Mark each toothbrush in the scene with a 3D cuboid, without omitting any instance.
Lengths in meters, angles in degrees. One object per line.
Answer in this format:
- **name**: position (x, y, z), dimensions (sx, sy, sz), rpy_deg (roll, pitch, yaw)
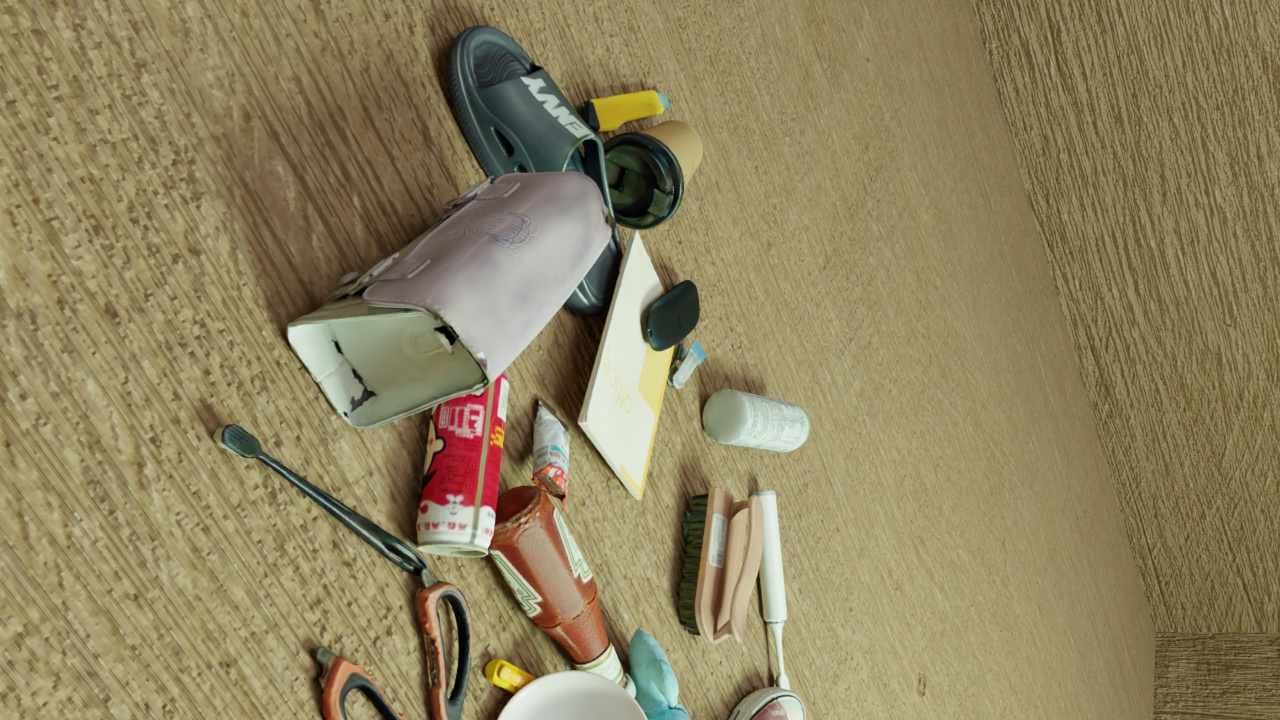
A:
- **toothbrush**: position (-0.197, 0.094, 0.585), dimensions (0.181, 0.018, 0.015), rpy_deg (49, 47, -38)
- **toothbrush**: position (0.145, 0.253, 1.003), dimensions (0.026, 0.026, 0.221), rpy_deg (-2, 79, -16)

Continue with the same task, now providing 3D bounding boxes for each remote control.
- **remote control**: position (0.039, -0.046, 0.910), dimensions (0.136, 0.024, 0.053), rpy_deg (-42, 129, -62)

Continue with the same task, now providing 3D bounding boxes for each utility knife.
- **utility knife**: position (-0.012, -0.257, 0.940), dimensions (0.177, 0.015, 0.033), rpy_deg (-33, 113, -54)

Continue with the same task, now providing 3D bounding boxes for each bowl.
- **bowl**: position (-0.051, 0.297, 0.673), dimensions (0.065, 0.118, 0.118), rpy_deg (98, 11, -51)

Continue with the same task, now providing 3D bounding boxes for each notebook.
- **notebook**: position (-0.005, 0.005, 0.849), dimensions (0.146, 0.010, 0.205), rpy_deg (60, 36, -50)

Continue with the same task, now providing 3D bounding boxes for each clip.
- **clip**: position (0.043, 0.007, 0.941), dimensions (0.027, 0.044, 0.058), rpy_deg (56, 46, -30)

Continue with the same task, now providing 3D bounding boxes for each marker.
- **marker**: position (-0.075, 0.258, 0.706), dimensions (0.124, 0.015, 0.018), rpy_deg (46, 50, -39)

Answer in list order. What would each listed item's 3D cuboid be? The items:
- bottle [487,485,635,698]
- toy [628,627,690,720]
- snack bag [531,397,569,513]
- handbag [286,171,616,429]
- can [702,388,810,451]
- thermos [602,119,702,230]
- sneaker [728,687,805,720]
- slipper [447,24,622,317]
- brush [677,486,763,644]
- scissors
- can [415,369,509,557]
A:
- **bottle**: position (-0.058, 0.192, 0.713), dimensions (0.059, 0.060, 0.206), rpy_deg (-51, 125, -47)
- **toy**: position (0.024, 0.315, 0.765), dimensions (0.162, 0.049, 0.156), rpy_deg (94, -22, -49)
- **snack bag**: position (-0.072, 0.075, 0.738), dimensions (0.045, 0.026, 0.105), rpy_deg (50, 19, -32)
- **handbag**: position (-0.118, -0.052, 0.622), dimensions (0.098, 0.145, 0.196), rpy_deg (64, 37, -23)
- **can**: position (0.130, 0.068, 1.007), dimensions (0.146, 0.058, 0.058), rpy_deg (13, 70, -52)
- **thermos**: position (0.013, -0.188, 0.898), dimensions (0.093, 0.093, 0.142), rpy_deg (66, 30, -17)
- **sneaker**: position (0.114, 0.394, 0.866), dimensions (0.240, 0.088, 0.118), rpy_deg (-23, 99, -53)
- **slipper**: position (-0.064, -0.165, 0.786), dimensions (0.268, 0.083, 0.110), rpy_deg (64, 36, -21)
- **brush**: position (0.079, 0.200, 0.888), dimensions (0.063, 0.073, 0.145), rpy_deg (37, 54, -44)
- **scissors**: position (-0.143, 0.251, 0.610), dimensions (0.224, 0.015, 0.188), rpy_deg (50, 46, -34)
- **can**: position (-0.126, 0.070, 0.654), dimensions (0.053, 0.053, 0.132), rpy_deg (27, 59, -48)
